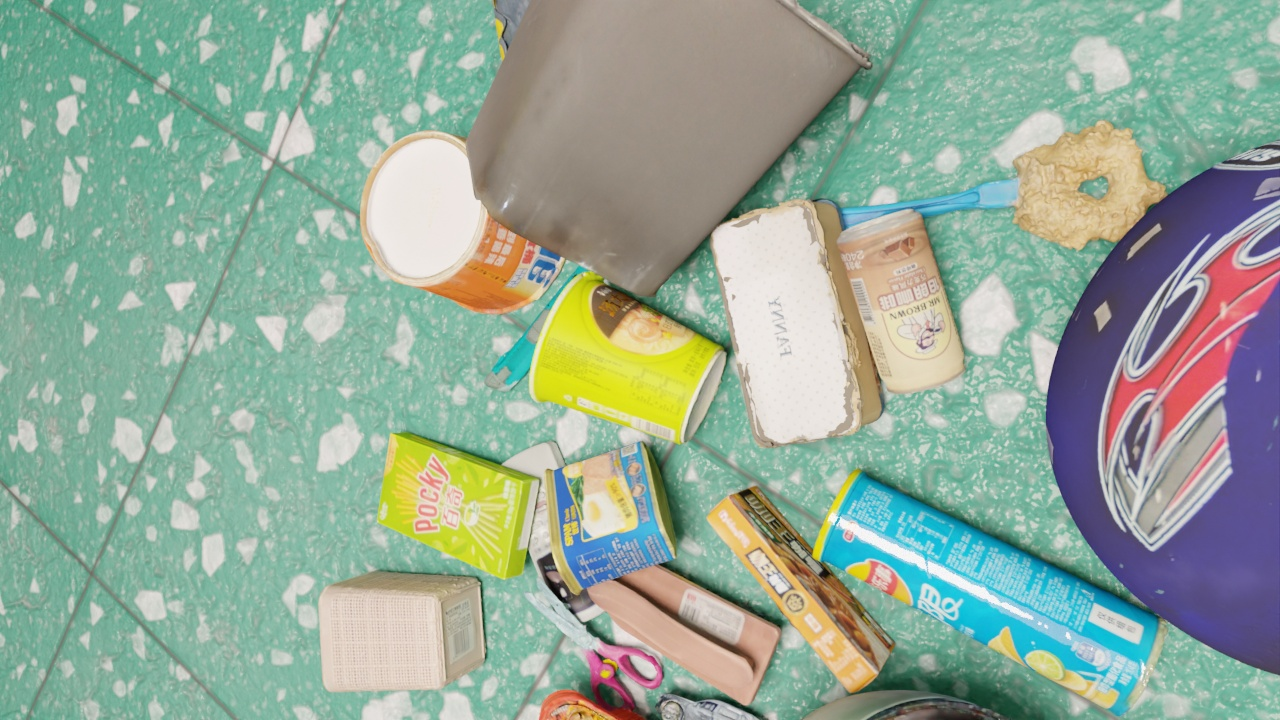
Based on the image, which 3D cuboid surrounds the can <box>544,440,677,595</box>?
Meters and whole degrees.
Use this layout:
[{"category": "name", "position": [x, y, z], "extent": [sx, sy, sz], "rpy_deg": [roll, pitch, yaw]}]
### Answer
[{"category": "can", "position": [-0.023, 0.117, 0.698], "extent": [0.083, 0.057, 0.102], "rpy_deg": [-19, 40, 5]}]

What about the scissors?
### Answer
[{"category": "scissors", "position": [-0.037, 0.222, 0.737], "extent": [0.074, 0.017, 0.137], "rpy_deg": [-37, 90, 21]}]

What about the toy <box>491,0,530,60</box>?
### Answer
[{"category": "toy", "position": [-0.036, -0.337, 0.696], "extent": [0.138, 0.091, 0.357], "rpy_deg": [35, 107, 4]}]

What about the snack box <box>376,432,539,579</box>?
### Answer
[{"category": "snack box", "position": [-0.160, 0.121, 0.788], "extent": [0.156, 0.026, 0.086], "rpy_deg": [15, 97, 31]}]

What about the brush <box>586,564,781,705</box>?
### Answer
[{"category": "brush", "position": [0.030, 0.197, 0.694], "extent": [0.146, 0.073, 0.063], "rpy_deg": [24, 99, 23]}]

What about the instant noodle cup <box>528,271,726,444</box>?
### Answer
[{"category": "instant noodle cup", "position": [-0.004, 0.004, 0.700], "extent": [0.123, 0.111, 0.112], "rpy_deg": [23, 98, 13]}]

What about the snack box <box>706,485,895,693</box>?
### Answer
[{"category": "snack box", "position": [0.115, 0.158, 0.656], "extent": [0.026, 0.075, 0.153], "rpy_deg": [-46, 73, 17]}]

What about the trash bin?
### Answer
[{"category": "trash bin", "position": [0.002, -0.186, 0.637], "extent": [0.220, 0.198, 0.198], "rpy_deg": [-54, 30, 22]}]

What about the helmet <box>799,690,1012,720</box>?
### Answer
[{"category": "helmet", "position": [0.156, 0.336, 0.583], "extent": [0.229, 0.157, 0.274], "rpy_deg": [-13, 94, -16]}]

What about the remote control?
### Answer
[{"category": "remote control", "position": [-0.070, 0.144, 0.765], "extent": [0.058, 0.021, 0.150], "rpy_deg": [-29, 77, 20]}]

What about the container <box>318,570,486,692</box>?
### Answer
[{"category": "container", "position": [-0.199, 0.230, 0.785], "extent": [0.111, 0.090, 0.090], "rpy_deg": [-6, 87, 20]}]

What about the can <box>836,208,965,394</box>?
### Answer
[{"category": "can", "position": [0.178, -0.040, 0.626], "extent": [0.059, 0.058, 0.116], "rpy_deg": [-17, 99, 22]}]

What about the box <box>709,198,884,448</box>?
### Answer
[{"category": "box", "position": [0.110, -0.033, 0.658], "extent": [0.090, 0.061, 0.184], "rpy_deg": [-11, 88, 31]}]

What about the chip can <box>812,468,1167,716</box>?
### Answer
[{"category": "chip can", "position": [0.225, 0.150, 0.611], "extent": [0.210, 0.071, 0.071], "rpy_deg": [26, 99, 21]}]

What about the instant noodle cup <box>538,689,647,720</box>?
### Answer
[{"category": "instant noodle cup", "position": [-0.007, 0.349, 0.699], "extent": [0.189, 0.079, 0.165], "rpy_deg": [25, 103, 19]}]

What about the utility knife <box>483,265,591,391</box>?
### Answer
[{"category": "utility knife", "position": [-0.073, -0.039, 0.773], "extent": [0.029, 0.013, 0.182], "rpy_deg": [46, 106, 17]}]

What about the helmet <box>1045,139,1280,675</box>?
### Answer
[{"category": "helmet", "position": [0.352, 0.001, 0.459], "extent": [0.240, 0.246, 0.316], "rpy_deg": [29, 107, 2]}]

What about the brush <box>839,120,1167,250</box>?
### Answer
[{"category": "brush", "position": [0.220, -0.108, 0.639], "extent": [0.255, 0.045, 0.083], "rpy_deg": [-5, 91, 27]}]

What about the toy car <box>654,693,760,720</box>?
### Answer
[{"category": "toy car", "position": [0.055, 0.276, 0.699], "extent": [0.091, 0.043, 0.034], "rpy_deg": [16, 68, 20]}]

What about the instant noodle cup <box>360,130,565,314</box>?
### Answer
[{"category": "instant noodle cup", "position": [-0.147, -0.116, 0.753], "extent": [0.152, 0.111, 0.151], "rpy_deg": [-1, 89, 24]}]
